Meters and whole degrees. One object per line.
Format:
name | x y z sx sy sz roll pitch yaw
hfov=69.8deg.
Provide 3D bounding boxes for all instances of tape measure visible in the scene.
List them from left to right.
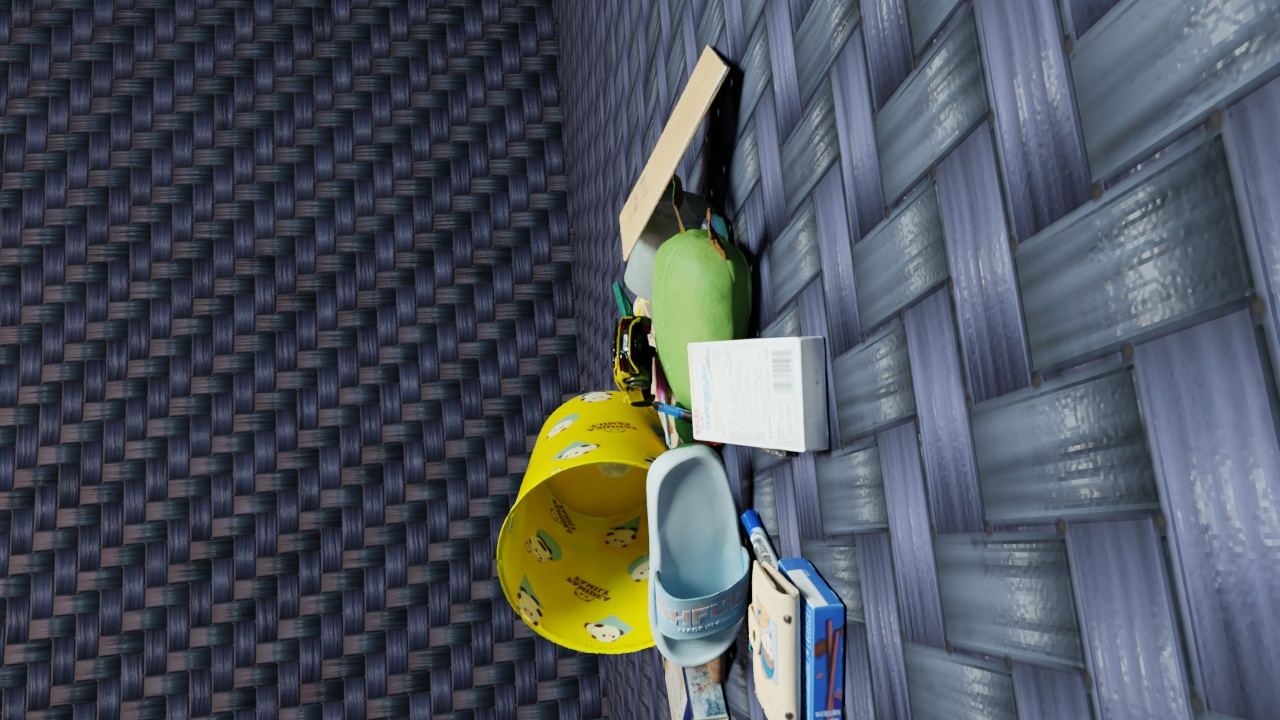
tape measure | 0.078 -0.119 0.936 0.054 0.025 0.058 -112 16 -61

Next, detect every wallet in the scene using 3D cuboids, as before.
wallet | 0.072 0.304 1.065 0.101 0.020 0.115 87 165 -50
wallet | 0.103 0.218 0.706 0.087 0.024 0.115 -148 54 -75

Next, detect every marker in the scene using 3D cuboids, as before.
marker | 0.115 0.180 0.817 0.145 0.017 0.017 -110 19 -64

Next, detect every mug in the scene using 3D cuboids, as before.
mug | 0.030 -0.138 1.022 0.123 0.083 0.104 -103 22 -48

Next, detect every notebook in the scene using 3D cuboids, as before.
notebook | 0.014 -0.002 1.220 0.150 0.012 0.209 56 -171 -30
notebook | 0.029 -0.213 0.932 0.208 0.008 0.147 -61 15 22

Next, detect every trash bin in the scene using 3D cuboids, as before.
trash bin | -0.039 0.165 1.059 0.255 0.229 0.230 -98 7 -70

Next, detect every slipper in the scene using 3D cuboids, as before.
slipper | 0.059 0.197 0.892 0.074 0.104 0.246 -128 29 -65

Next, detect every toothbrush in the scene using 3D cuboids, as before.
toothbrush | 0.067 0.059 0.815 0.190 0.016 0.014 16 113 51

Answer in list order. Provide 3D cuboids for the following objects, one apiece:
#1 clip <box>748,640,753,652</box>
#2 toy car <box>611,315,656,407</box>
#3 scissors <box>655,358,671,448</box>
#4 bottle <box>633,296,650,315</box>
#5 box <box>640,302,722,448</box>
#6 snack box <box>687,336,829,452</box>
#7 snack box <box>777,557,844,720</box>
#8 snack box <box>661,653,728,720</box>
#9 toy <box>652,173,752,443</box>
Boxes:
clip | 0.113 0.265 0.881 0.043 0.014 0.057 -111 20 -64
toy car | -0.006 0.006 0.947 0.156 0.041 0.071 71 -160 -72
scissors | 0.025 0.048 0.913 0.133 0.017 0.057 -95 -6 -60
bottle | 0.021 -0.069 1.219 0.108 0.063 0.063 -106 15 -57
box | 0.054 0.014 1.028 0.091 0.076 0.168 97 161 -47
snack box | 0.090 0.025 0.730 0.157 0.026 0.084 -1 93 63
snack box | 0.129 0.242 0.707 0.084 0.026 0.157 -127 34 -76
snack box | 0.064 0.415 1.175 0.182 0.045 0.178 -101 11 -45
toy | 0.059 -0.047 0.874 0.227 0.090 0.247 -126 28 -54
